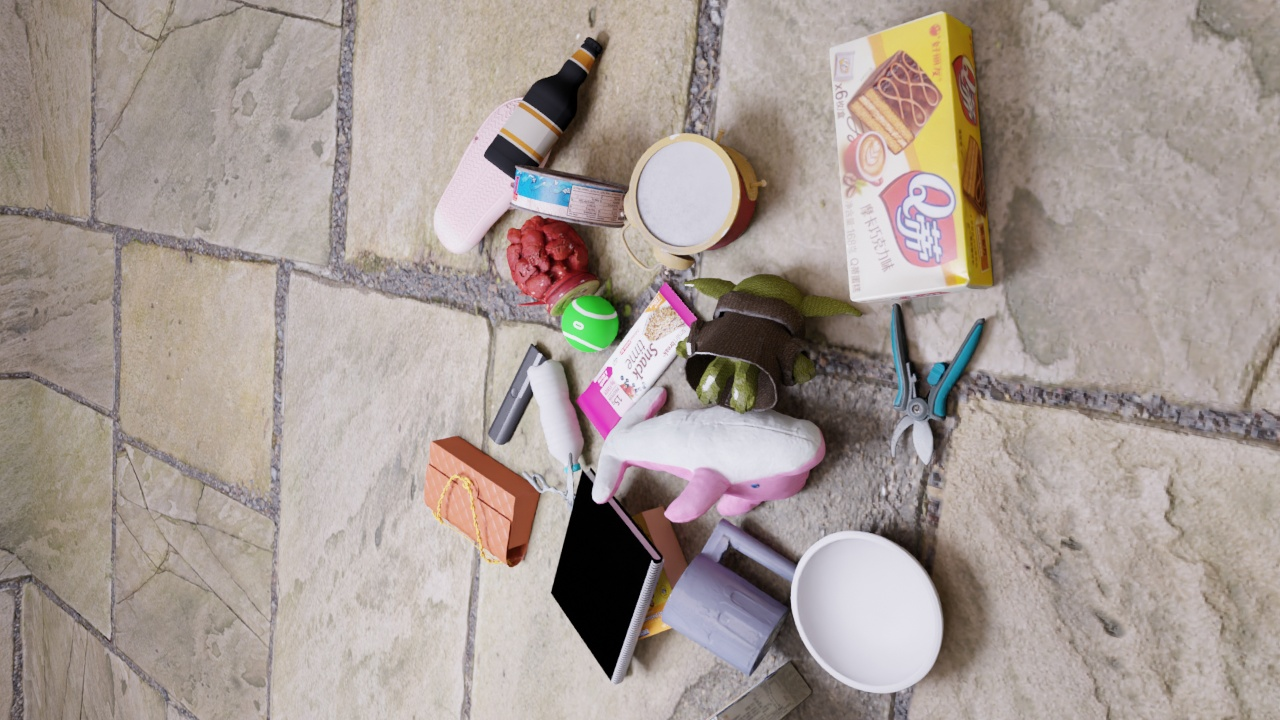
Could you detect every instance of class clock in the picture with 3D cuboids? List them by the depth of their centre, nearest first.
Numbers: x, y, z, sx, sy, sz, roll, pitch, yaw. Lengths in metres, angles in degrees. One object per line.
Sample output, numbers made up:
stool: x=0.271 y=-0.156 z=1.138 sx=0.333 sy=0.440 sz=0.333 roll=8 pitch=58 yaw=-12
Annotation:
clock: x=0.047 y=-0.158 z=0.944 sx=0.159 sy=0.081 sz=0.117 roll=-40 pitch=79 yaw=24

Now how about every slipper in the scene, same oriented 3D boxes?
slipper: x=-0.181 y=-0.224 z=1.144 sx=0.222 sy=0.055 sz=0.107 roll=-49 pitch=65 yaw=21

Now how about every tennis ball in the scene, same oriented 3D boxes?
tennis ball: x=-0.057 y=-0.042 z=1.050 sx=0.065 sy=0.065 sz=0.065 roll=3 pitch=95 yaw=39

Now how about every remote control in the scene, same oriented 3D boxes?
remote control: x=-0.157 y=0.044 z=1.169 sx=0.033 sy=0.015 sz=0.147 roll=43 pitch=118 yaw=28

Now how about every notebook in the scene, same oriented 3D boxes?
notebook: x=-0.043 y=0.245 z=1.034 sx=0.149 sy=0.016 sz=0.207 roll=46 pitch=134 yaw=38

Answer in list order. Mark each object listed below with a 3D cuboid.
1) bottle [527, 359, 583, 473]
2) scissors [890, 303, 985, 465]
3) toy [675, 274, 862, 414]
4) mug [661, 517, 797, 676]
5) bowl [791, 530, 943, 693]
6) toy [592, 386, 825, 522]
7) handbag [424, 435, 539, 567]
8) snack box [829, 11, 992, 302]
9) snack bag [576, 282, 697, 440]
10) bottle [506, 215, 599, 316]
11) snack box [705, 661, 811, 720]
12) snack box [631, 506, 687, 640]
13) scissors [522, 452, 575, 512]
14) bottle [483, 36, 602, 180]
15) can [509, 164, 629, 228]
bottle: x=-0.099 y=0.068 z=1.106 sx=0.044 sy=0.044 sz=0.136 roll=-24 pitch=78 yaw=38
scissors: x=0.254 y=0.012 z=0.830 sx=0.124 sy=0.019 sz=0.155 roll=51 pitch=121 yaw=25
toy: x=0.105 y=-0.017 z=0.876 sx=0.179 sy=0.152 sz=0.078 roll=12 pitch=141 yaw=25
mug: x=0.097 y=0.241 z=0.935 sx=0.104 sy=0.084 sz=0.124 roll=29 pitch=84 yaw=21
bowl: x=0.217 y=0.230 z=0.860 sx=0.150 sy=0.043 sz=0.149 roll=4 pitch=96 yaw=39
toy: x=0.078 y=0.104 z=0.938 sx=0.266 sy=0.128 sz=0.186 roll=0 pitch=49 yaw=40
handbag: x=-0.219 y=0.187 z=1.206 sx=0.172 sy=0.060 sz=0.109 roll=26 pitch=113 yaw=35
snack box: x=0.237 y=-0.170 z=0.802 sx=0.110 sy=0.061 sz=0.230 roll=-5 pitch=90 yaw=39
snack bag: x=-0.006 y=0.006 z=1.043 sx=0.070 sy=0.016 sz=0.197 roll=52 pitch=122 yaw=22
bottle: x=-0.108 y=-0.112 z=1.077 sx=0.099 sy=0.098 sz=0.111 roll=-41 pitch=78 yaw=33
snack box: x=0.082 y=0.375 z=0.917 sx=0.145 sy=0.144 sz=0.042 roll=-48 pitch=68 yaw=31
snack box: x=0.007 y=0.241 z=1.034 sx=0.088 sy=0.040 sz=0.125 roll=-32 pitch=73 yaw=36
scissors: x=-0.091 y=0.165 z=1.103 sx=0.175 sy=0.014 sz=0.142 roll=12 pitch=121 yaw=49
bottle: x=-0.105 y=-0.291 z=1.055 sx=0.059 sy=0.059 sz=0.182 roll=39 pitch=94 yaw=31
can: x=-0.077 y=-0.181 z=1.013 sx=0.130 sy=0.129 sz=0.044 roll=21 pitch=106 yaw=36
